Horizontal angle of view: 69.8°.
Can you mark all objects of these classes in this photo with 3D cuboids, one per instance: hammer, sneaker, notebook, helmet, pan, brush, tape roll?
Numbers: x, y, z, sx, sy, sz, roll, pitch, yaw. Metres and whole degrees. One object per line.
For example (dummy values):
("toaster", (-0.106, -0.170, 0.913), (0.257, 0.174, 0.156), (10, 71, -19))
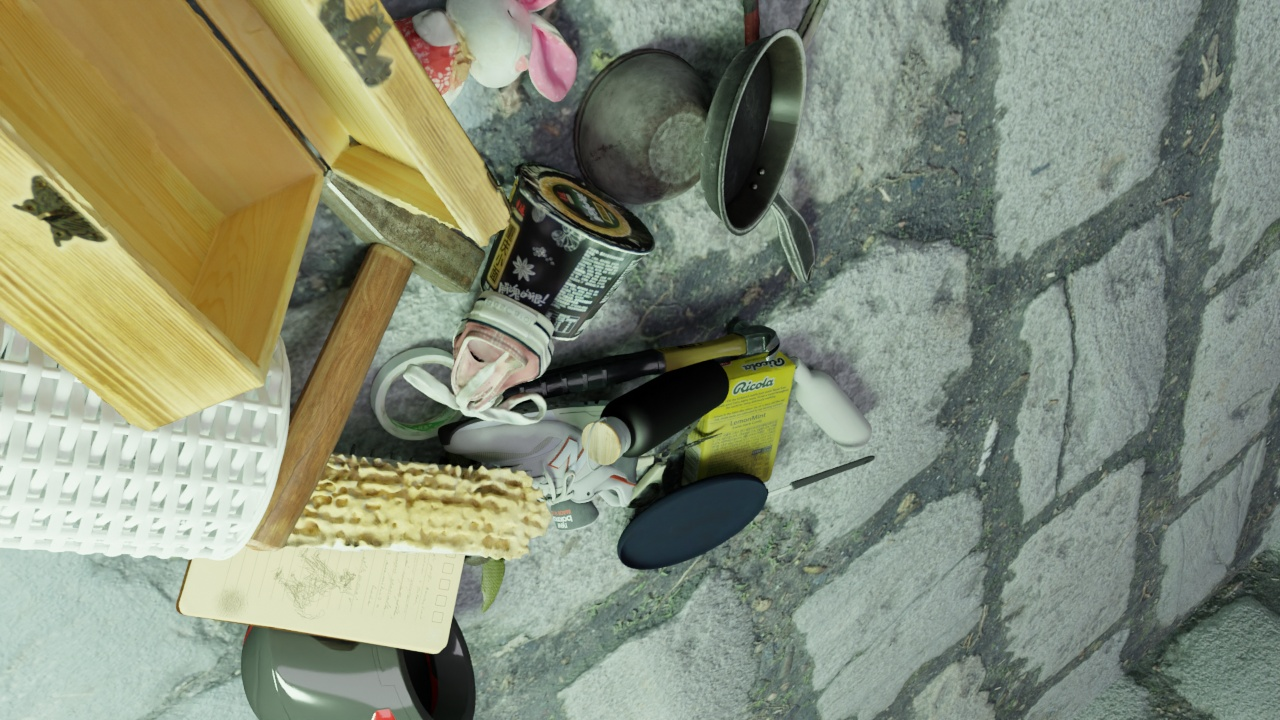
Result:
("hammer", (-0.245, 0.006, 0.730), (0.158, 0.037, 0.300), (34, 71, -43))
("sneaker", (-0.127, 0.007, 0.771), (0.118, 0.241, 0.087), (26, 79, -7))
("notebook", (-0.265, 0.156, 0.806), (0.225, 0.024, 0.167), (16, 73, -20))
("helmet", (-0.285, 0.295, 0.887), (0.170, 0.164, 0.265), (-14, 133, 8))
("pan", (0.135, 0.173, 1.142), (0.356, 0.021, 0.199), (-17, 147, -14))
("sneaker", (-0.083, 0.108, 0.913), (0.239, 0.089, 0.124), (-5, 85, -42))
("brush", (-0.214, 0.125, 0.789), (0.271, 0.057, 0.083), (10, 78, -21))
("hammer", (-0.006, 0.005, 0.943), (0.332, 0.118, 0.025), (-12, 107, -22))
("pan", (0.132, -0.174, 0.918), (0.187, 0.055, 0.357), (-63, 157, -15))
("tape roll", (-0.207, 0.032, 0.869), (0.093, 0.018, 0.094), (-17, 126, -25))

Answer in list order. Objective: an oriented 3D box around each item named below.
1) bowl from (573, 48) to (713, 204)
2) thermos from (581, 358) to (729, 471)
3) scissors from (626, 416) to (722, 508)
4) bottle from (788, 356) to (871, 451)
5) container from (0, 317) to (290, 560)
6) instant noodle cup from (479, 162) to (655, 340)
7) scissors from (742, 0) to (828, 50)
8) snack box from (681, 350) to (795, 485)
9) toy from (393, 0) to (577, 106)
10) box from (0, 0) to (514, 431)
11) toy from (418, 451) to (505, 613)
("bowl", (0.019, -0.203, 0.839), (0.144, 0.067, 0.145), (-18, 127, -25))
("thermos", (0.012, 0.053, 0.928), (0.230, 0.061, 0.061), (-26, 136, -54))
("scissors", (0.013, 0.120, 1.058), (0.168, 0.012, 0.158), (-3, 136, -19))
("bottle", (0.234, 0.051, 1.164), (0.052, 0.052, 0.195), (-48, 134, 0))
("container", (-0.374, 0.042, 0.642), (0.186, 0.189, 0.189), (15, 109, -41))
("instant noodle cup", (-0.073, -0.090, 0.810), (0.137, 0.137, 0.112), (13, 119, -40))
("scissors", (0.130, -0.289, 0.896), (0.179, 0.015, 0.195), (-42, 134, -4))
("snack box", (0.114, 0.080, 1.107), (0.121, 0.045, 0.181), (-12, 127, -26))
("toy", (-0.131, -0.241, 0.702), (0.194, 0.084, 0.159), (-27, 158, -19))
("box", (-0.248, -0.175, 0.526), (0.264, 0.269, 0.279), (-23, 132, 12))
("toy", (-0.182, 0.157, 0.924), (0.152, 0.078, 0.179), (20, 82, -43))
